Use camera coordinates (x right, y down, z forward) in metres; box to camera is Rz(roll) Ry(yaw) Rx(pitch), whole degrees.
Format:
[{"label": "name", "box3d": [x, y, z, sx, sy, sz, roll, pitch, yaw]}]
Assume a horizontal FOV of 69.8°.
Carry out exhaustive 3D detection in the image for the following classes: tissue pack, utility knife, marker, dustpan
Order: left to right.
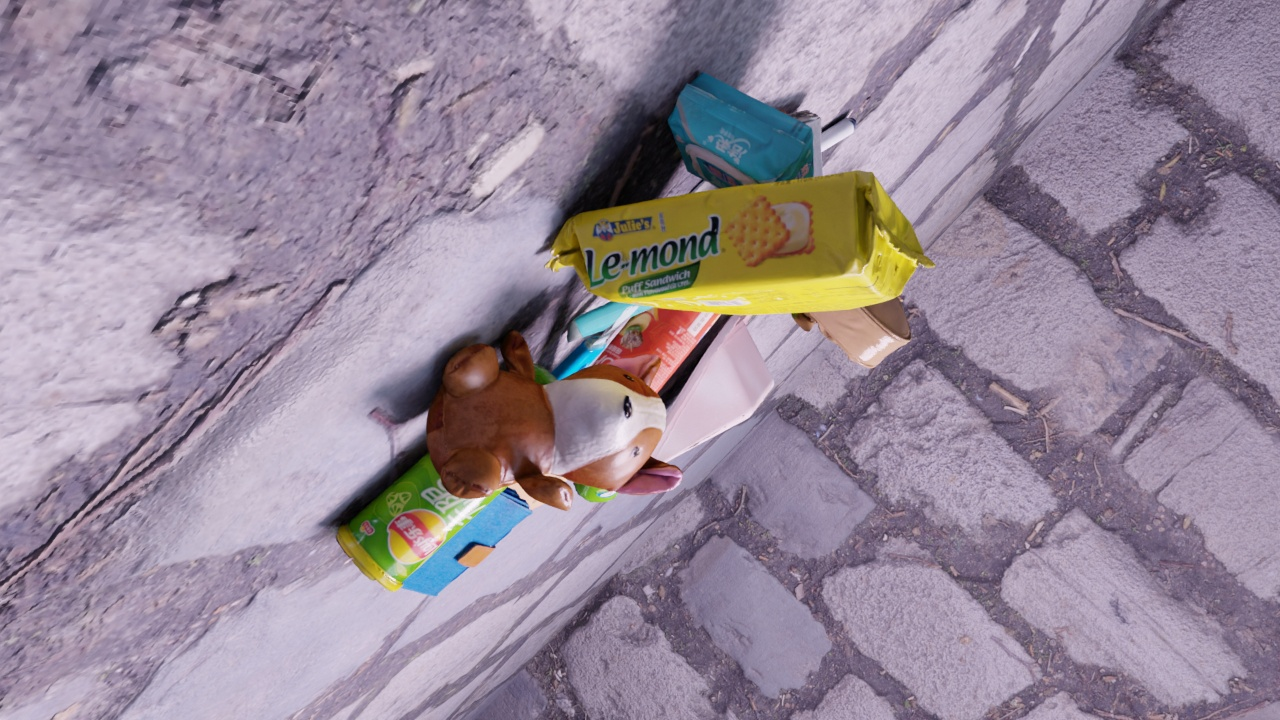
[{"label": "utility knife", "box3d": [-0.051, -0.002, 0.797, 0.034, 0.018, 0.219, -22, 169, -33]}, {"label": "utility knife", "box3d": [0.013, -0.058, 0.808, 0.176, 0.013, 0.029, -22, 139, 3]}, {"label": "dustpan", "box3d": [0.081, 0.032, 1.322, 0.274, 0.139, 0.222, -30, -177, 22]}, {"label": "tissue pack", "box3d": [0.074, -0.147, 0.659, 0.050, 0.093, 0.133, -58, 167, 1]}, {"label": "marker", "box3d": [0.179, -0.219, 0.930, 0.130, 0.018, 0.023, -36, 155, -32]}]

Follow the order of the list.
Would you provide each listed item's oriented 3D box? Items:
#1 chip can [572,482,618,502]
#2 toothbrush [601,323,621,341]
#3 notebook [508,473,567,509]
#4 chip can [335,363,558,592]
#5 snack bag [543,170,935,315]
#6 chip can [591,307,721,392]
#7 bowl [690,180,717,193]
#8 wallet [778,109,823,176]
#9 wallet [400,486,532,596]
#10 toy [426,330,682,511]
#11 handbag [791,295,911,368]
[{"label": "chip can", "box3d": [-0.038, 0.115, 1.191, 0.072, 0.072, 0.237, -38, 166, -27]}, {"label": "toothbrush", "box3d": [-0.043, -0.018, 0.886, 0.180, 0.016, 0.016, -49, -177, 10]}, {"label": "notebook", "box3d": [-0.112, 0.128, 0.994, 0.148, 0.008, 0.207, -50, 165, 22]}, {"label": "chip can", "box3d": [-0.149, 0.094, 0.776, 0.221, 0.072, 0.073, -42, 167, -10]}, {"label": "snack bag", "box3d": [0.072, -0.072, 0.655, 0.247, 0.068, 0.157, -3, 175, 25]}, {"label": "chip can", "box3d": [-0.005, 0.005, 0.896, 0.216, 0.073, 0.073, -51, 167, 1]}, {"label": "bowl", "box3d": [0.079, -0.118, 0.833, 0.118, 0.065, 0.118, -42, 167, -13]}, {"label": "wallet", "box3d": [0.118, -0.161, 0.795, 0.129, 0.037, 0.107, -29, 118, -48]}, {"label": "wallet", "box3d": [-0.175, 0.167, 0.864, 0.133, 0.040, 0.106, -40, 153, 0]}, {"label": "toy", "box3d": [-0.059, 0.046, 0.704, 0.199, 0.140, 0.131, 6, 164, -31]}, {"label": "handbag", "box3d": [0.241, -0.088, 1.135, 0.100, 0.204, 0.147, -40, -175, 32]}]
